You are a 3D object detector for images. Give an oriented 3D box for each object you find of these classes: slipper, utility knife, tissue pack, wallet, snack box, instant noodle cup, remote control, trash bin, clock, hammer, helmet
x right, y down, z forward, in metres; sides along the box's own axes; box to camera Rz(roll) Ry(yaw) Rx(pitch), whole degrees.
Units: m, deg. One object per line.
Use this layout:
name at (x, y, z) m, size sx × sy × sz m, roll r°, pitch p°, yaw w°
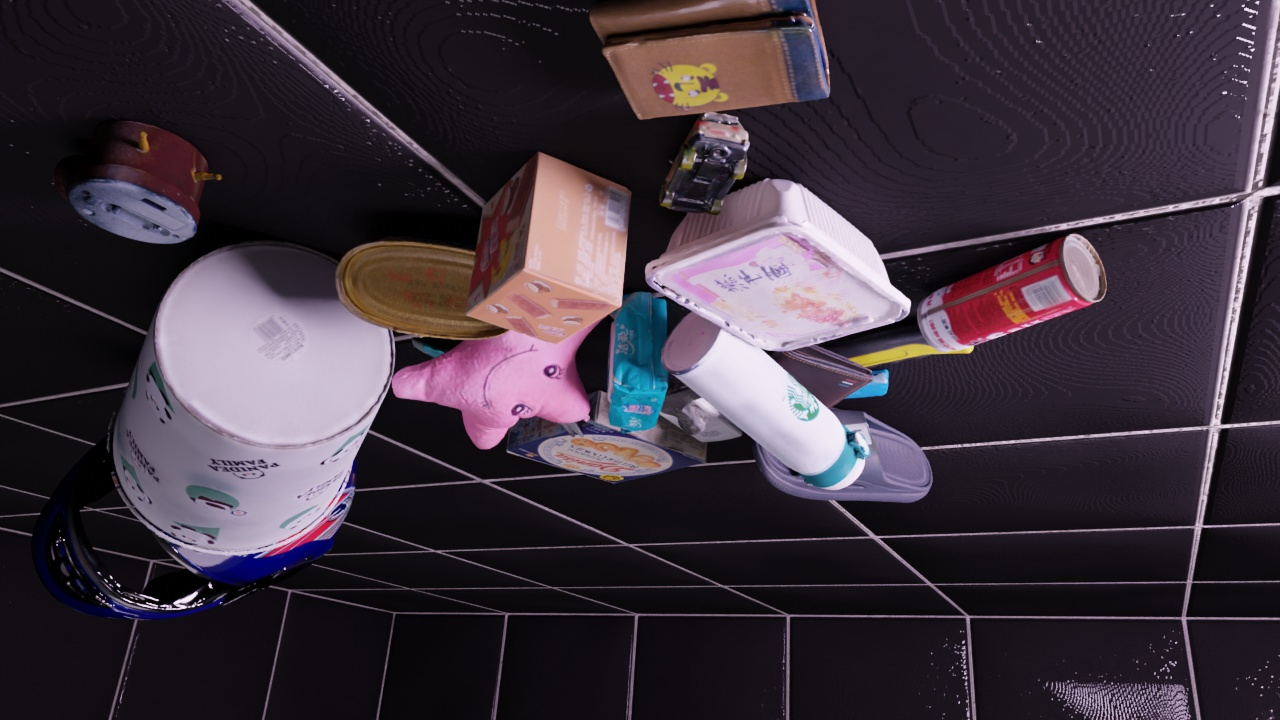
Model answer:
slipper at (0.241, 0.094, 1.024) m, size 0.267 × 0.110 × 0.084 m, roll 12°, pitch 141°, yaw -30°
utility knife at (-0.133, 0.027, 0.934) m, size 0.223 × 0.013 × 0.029 m, roll 23°, pitch 165°, yaw 6°
tissue pack at (-0.005, 0.005, 0.842) m, size 0.050 × 0.093 × 0.134 m, roll 2°, pitch 157°, yaw -4°
utility knife at (0.166, 0.031, 0.972) m, size 0.195 × 0.018 × 0.034 m, roll -7°, pitch 144°, yaw 26°
wallet at (0.040, -0.168, 0.497) m, size 0.115 × 0.033 × 0.090 m, roll 0°, pitch 158°, yaw 20°
snack box at (-0.041, 0.101, 1.143) m, size 0.177 × 0.045 × 0.183 m, roll 22°, pitch 151°, yaw -36°
instant noodle cup at (0.103, -0.071, 0.681) m, size 0.138 × 0.060 × 0.173 m, roll -16°, pitch 149°, yaw 40°
remote control at (0.063, 0.061, 1.057) m, size 0.058 × 0.021 × 0.150 m, roll -12°, pitch 153°, yaw 28°
trash bin at (-0.343, 0.034, 0.823) m, size 0.229 × 0.229 × 0.253 m, roll 15°, pitch 150°, yaw -25°
clock at (-0.359, -0.122, 0.648) m, size 0.122 × 0.055 × 0.082 m, roll -10°, pitch 154°, yaw 33°
hammer at (0.148, 0.006, 0.879) m, size 0.324 × 0.031 × 0.126 m, roll -14°, pitch 141°, yaw 32°
helmet at (-0.462, 0.143, 1.008) m, size 0.241 × 0.247 × 0.314 m, roll -25°, pitch -176°, yaw 34°
wallet at (0.144, 0.024, 0.862) m, size 0.096 × 0.020 × 0.123 m, roll 19°, pitch 148°, yaw -14°
snack box at (-0.066, -0.076, 0.654) m, size 0.077 × 0.092 × 0.095 m, roll 18°, pitch 154°, yaw -29°

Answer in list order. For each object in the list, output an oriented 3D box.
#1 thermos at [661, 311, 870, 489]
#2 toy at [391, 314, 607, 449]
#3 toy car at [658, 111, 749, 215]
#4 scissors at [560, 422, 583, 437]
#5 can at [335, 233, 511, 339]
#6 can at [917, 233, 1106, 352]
thermos at (0.118, 0.041, 0.811) m, size 0.073 × 0.073 × 0.224 m, roll -18°, pitch 134°, yaw 43°
toy at (-0.100, 0.003, 0.814) m, size 0.195 × 0.074 × 0.178 m, roll -44°, pitch 128°, yaw 12°
toy car at (0.040, -0.124, 0.595) m, size 0.042 × 0.035 × 0.091 m, roll 10°, pitch 157°, yaw -10°
scissors at (-0.117, 0.023, 0.963) m, size 0.143 × 0.021 × 0.235 m, roll 15°, pitch 152°, yaw 3°
can at (-0.159, -0.059, 0.723) m, size 0.148 × 0.075 × 0.049 m, roll 7°, pitch -163°, yaw 1°
can at (0.283, -0.048, 0.710) m, size 0.053 × 0.053 × 0.133 m, roll 18°, pitch 154°, yaw -29°
